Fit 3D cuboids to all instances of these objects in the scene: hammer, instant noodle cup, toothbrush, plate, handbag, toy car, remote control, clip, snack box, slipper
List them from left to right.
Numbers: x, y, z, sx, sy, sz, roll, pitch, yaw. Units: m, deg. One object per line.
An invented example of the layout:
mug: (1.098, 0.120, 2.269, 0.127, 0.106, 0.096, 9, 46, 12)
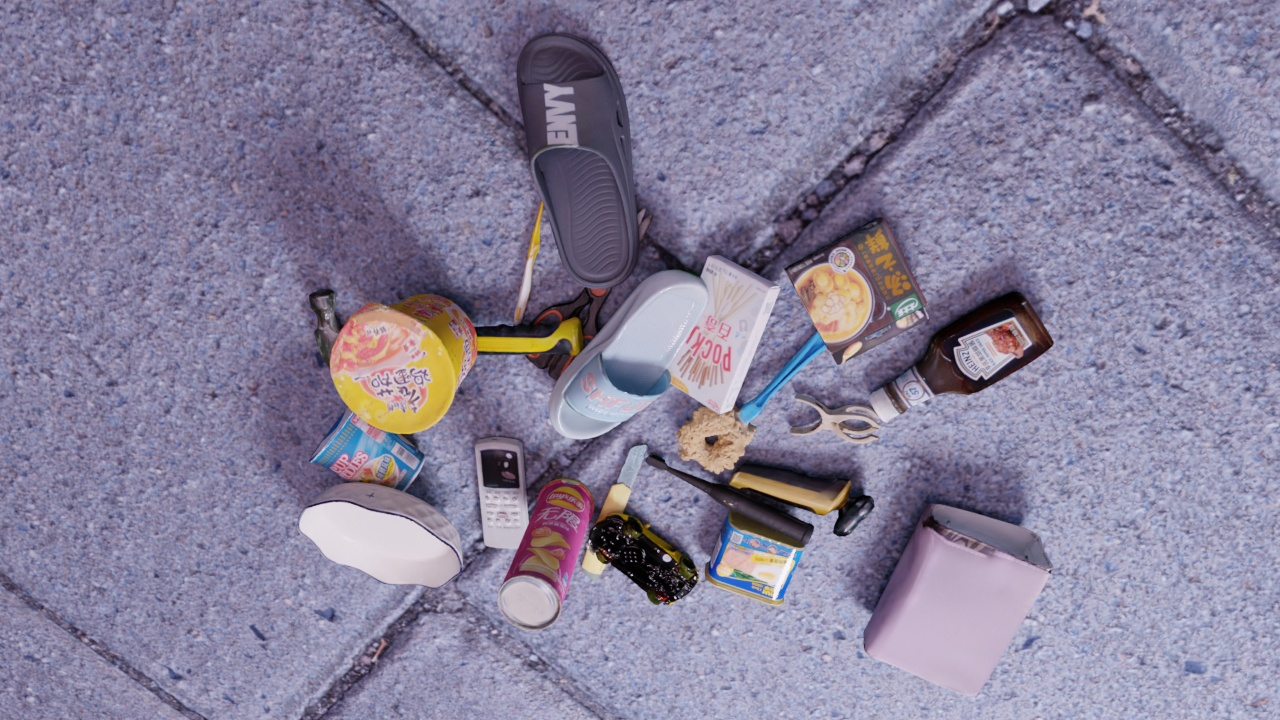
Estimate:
instant noodle cup: (-0.322, 0.112, 1.104, 0.110, 0.099, 0.099, 38, 111, -16)
plate: (-0.311, 0.213, 1.120, 0.205, 0.045, 0.205, 8, 142, 7)
instant noodle cup: (-0.244, -0.006, 0.990, 0.138, 0.109, 0.138, 5, 113, 11)
hammer: (-0.223, -0.021, 1.057, 0.324, 0.031, 0.126, 0, 112, 12)
remote control: (-0.171, 0.166, 1.139, 0.058, 0.021, 0.150, 1, 112, 7)
toothbrush: (-0.116, -0.122, 1.025, 0.018, 0.016, 0.192, 13, 112, -7)
slipper: (-0.060, -0.202, 0.942, 0.111, 0.083, 0.268, -10, 102, 5)
slipper: (-0.006, 0.006, 1.004, 0.104, 0.074, 0.246, 15, 125, -37)
toy car: (0.005, 0.242, 1.134, 0.156, 0.041, 0.071, 38, 111, -13)
snack box: (0.087, -0.028, 1.009, 0.085, 0.026, 0.157, 32, 115, 28)
toothbrush: (0.103, 0.161, 1.087, 0.213, 0.027, 0.026, 25, 111, 6)
clip: (0.222, 0.070, 1.046, 0.100, 0.034, 0.072, 9, 113, 9)
snack box: (0.232, -0.070, 0.973, 0.113, 0.053, 0.125, -29, 94, 10)
handbag: (0.363, 0.274, 1.071, 0.145, 0.098, 0.197, 18, 113, -2)

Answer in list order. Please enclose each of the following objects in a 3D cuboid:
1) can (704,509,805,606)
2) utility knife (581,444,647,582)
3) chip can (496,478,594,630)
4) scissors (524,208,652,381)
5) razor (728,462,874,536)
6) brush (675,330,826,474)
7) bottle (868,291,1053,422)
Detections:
can: (0.139, 0.236, 1.108, 0.102, 0.057, 0.083, 19, 109, -1)
utility knife: (-0.034, 0.190, 1.132, 0.031, 0.021, 0.211, 19, 119, -4)
chip can: (-0.104, 0.216, 1.048, 0.071, 0.210, 0.071, 2, 111, 6)
scissors: (-0.040, -0.064, 1.030, 0.235, 0.021, 0.142, -33, 97, 20)
razor: (0.187, 0.158, 1.074, 0.167, 0.062, 0.067, 15, 78, 7)
brush: (0.143, 0.035, 1.044, 0.083, 0.045, 0.255, 44, 106, -6)
bottle: (0.342, 0.004, 1.000, 0.195, 0.044, 0.080, -33, 103, 18)
